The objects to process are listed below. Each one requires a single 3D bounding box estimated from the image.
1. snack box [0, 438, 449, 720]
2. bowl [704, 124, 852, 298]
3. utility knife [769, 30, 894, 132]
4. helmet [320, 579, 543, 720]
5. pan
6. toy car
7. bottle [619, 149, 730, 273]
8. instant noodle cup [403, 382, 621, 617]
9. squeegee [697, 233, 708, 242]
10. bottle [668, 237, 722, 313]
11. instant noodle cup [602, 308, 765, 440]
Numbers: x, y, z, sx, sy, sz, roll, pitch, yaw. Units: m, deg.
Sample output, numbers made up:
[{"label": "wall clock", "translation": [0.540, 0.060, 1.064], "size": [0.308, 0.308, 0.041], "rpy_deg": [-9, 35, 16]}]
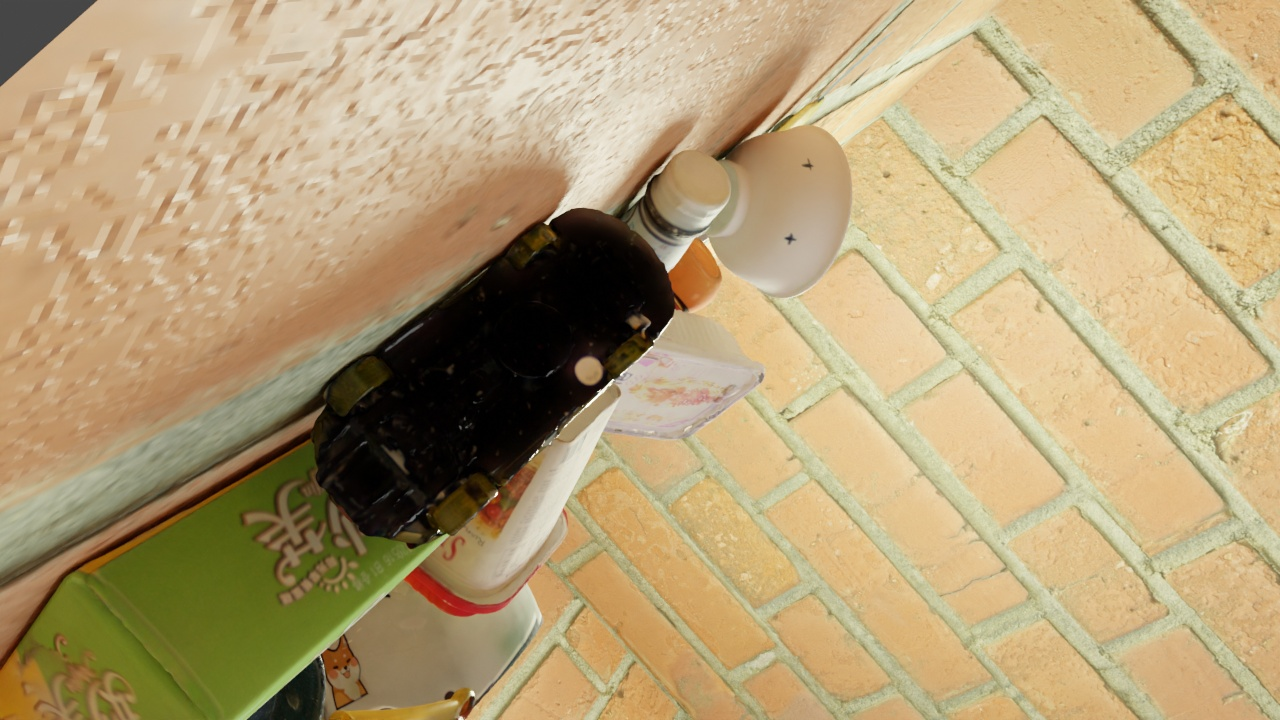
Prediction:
[{"label": "snack box", "translation": [-0.186, 0.123, 0.390], "size": [0.211, 0.070, 0.157], "rpy_deg": [-42, 179, 30]}, {"label": "bowl", "translation": [0.076, -0.103, 0.610], "size": [0.064, 0.118, 0.119], "rpy_deg": [6, 150, -31]}, {"label": "utility knife", "translation": [0.107, -0.170, 0.696], "size": [0.217, 0.022, 0.030], "rpy_deg": [-34, -175, 35]}, {"label": "helmet", "translation": [-0.240, 0.239, 0.894], "size": [0.275, 0.157, 0.229], "rpy_deg": [-7, -166, 25]}, {"label": "pan", "translation": [-0.232, 0.262, 0.622], "size": [0.357, 0.078, 0.197], "rpy_deg": [15, 95, -69]}, {"label": "toy car", "translation": [-0.053, 0.004, 0.355], "size": [0.158, 0.070, 0.042], "rpy_deg": [-41, 180, -19]}, {"label": "bottle", "translation": [-0.013, -0.049, 0.526], "size": [0.079, 0.044, 0.195], "rpy_deg": [-42, 179, -37]}, {"label": "instant noodle cup", "translation": [-0.081, 0.050, 0.489], "size": [0.124, 0.116, 0.116], "rpy_deg": [-54, 174, 28]}, {"label": "squeegee", "translation": [-0.001, -0.060, 0.847], "size": [0.247, 0.039, 0.245], "rpy_deg": [-49, -167, 36]}, {"label": "bottle", "translation": [-0.005, -0.045, 0.766], "size": [0.150, 0.067, 0.066], "rpy_deg": [-34, -177, 24]}, {"label": "instant noodle cup", "translation": [-0.004, 0.004, 0.735], "size": [0.173, 0.060, 0.138], "rpy_deg": [13, 145, -30]}]
